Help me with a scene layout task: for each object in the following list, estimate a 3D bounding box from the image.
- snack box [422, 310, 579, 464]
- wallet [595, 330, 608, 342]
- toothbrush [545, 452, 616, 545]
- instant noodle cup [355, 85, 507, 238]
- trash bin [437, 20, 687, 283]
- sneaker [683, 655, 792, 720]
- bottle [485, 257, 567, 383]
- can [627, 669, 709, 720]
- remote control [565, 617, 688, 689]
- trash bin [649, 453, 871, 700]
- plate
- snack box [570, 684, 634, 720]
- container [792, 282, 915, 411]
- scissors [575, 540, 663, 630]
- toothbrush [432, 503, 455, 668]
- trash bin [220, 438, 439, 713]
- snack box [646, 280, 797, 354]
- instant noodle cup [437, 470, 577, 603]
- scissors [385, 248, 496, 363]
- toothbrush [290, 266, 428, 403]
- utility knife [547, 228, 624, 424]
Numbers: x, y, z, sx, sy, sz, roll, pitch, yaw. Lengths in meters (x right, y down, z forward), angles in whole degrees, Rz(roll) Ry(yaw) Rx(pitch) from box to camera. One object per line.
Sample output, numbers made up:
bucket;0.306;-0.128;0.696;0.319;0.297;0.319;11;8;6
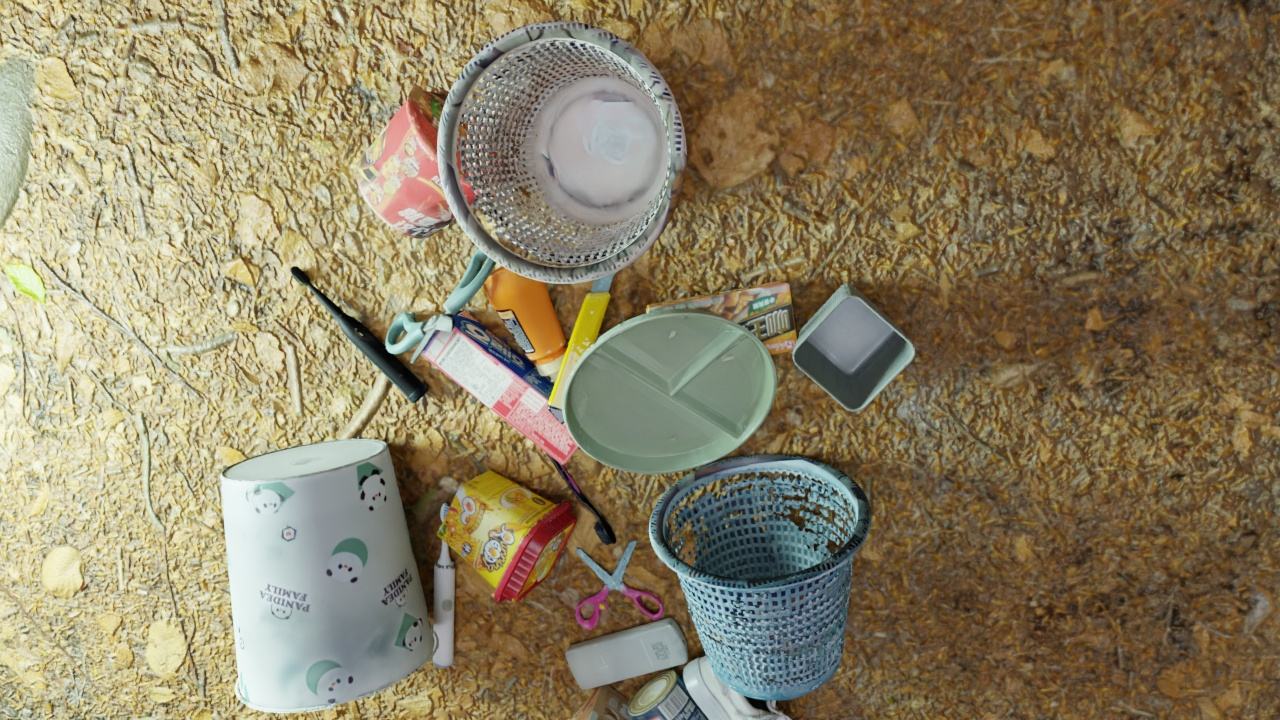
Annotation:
snack box;-0.146;0.028;1.044;0.207;0.057;0.058;38;110;-2
wallet;-0.006;0.006;1.026;0.125;0.032;0.101;-21;97;14
toothbrush;-0.087;0.142;1.086;0.018;0.014;0.189;-32;97;29
instant noodle cup;-0.221;-0.199;0.962;0.109;0.137;0.138;-34;96;25
trash bin;-0.056;-0.202;0.892;0.228;0.191;0.228;3;105;10
sneaker;0.152;0.445;1.089;0.091;0.089;0.242;-32;91;12
bottle;-0.116;-0.037;1.021;0.067;0.066;0.149;-20;108;15
can;0.046;0.439;1.108;0.075;0.075;0.111;-36;95;17
remote control;-0.016;0.360;1.126;0.150;0.021;0.058;-20;100;15
trash bin;0.134;0.240;0.981;0.227;0.226;0.195;-4;117;11
plate;0.030;0.035;0.975;0.230;0.027;0.231;-5;131;-6
snack box;-0.040;0.470;1.122;0.093;0.094;0.077;37;108;-1
container;0.214;-0.020;0.932;0.090;0.114;0.090;41;108;-2
scissors;-0.029;0.276;1.111;0.136;0.017;0.133;27;104;6
toothbrush;-0.245;0.281;1.146;0.026;0.026;0.221;18;110;41
trash bin;-0.367;0.233;1.063;0.230;0.229;0.252;-5;98;12
snack box;0.087;-0.035;0.982;0.154;0.026;0.075;-10;102;-1
instant noodle cup;-0.158;0.198;1.069;0.124;0.115;0.116;32;109;13
scissors;-0.223;-0.063;1.018;0.019;0.174;0.170;44;152;-29
toothbrush;-0.334;-0.032;1.080;0.212;0.027;0.026;45;64;-2
utility knife;-0.053;-0.041;1.003;0.033;0.015;0.230;19;91;-3
